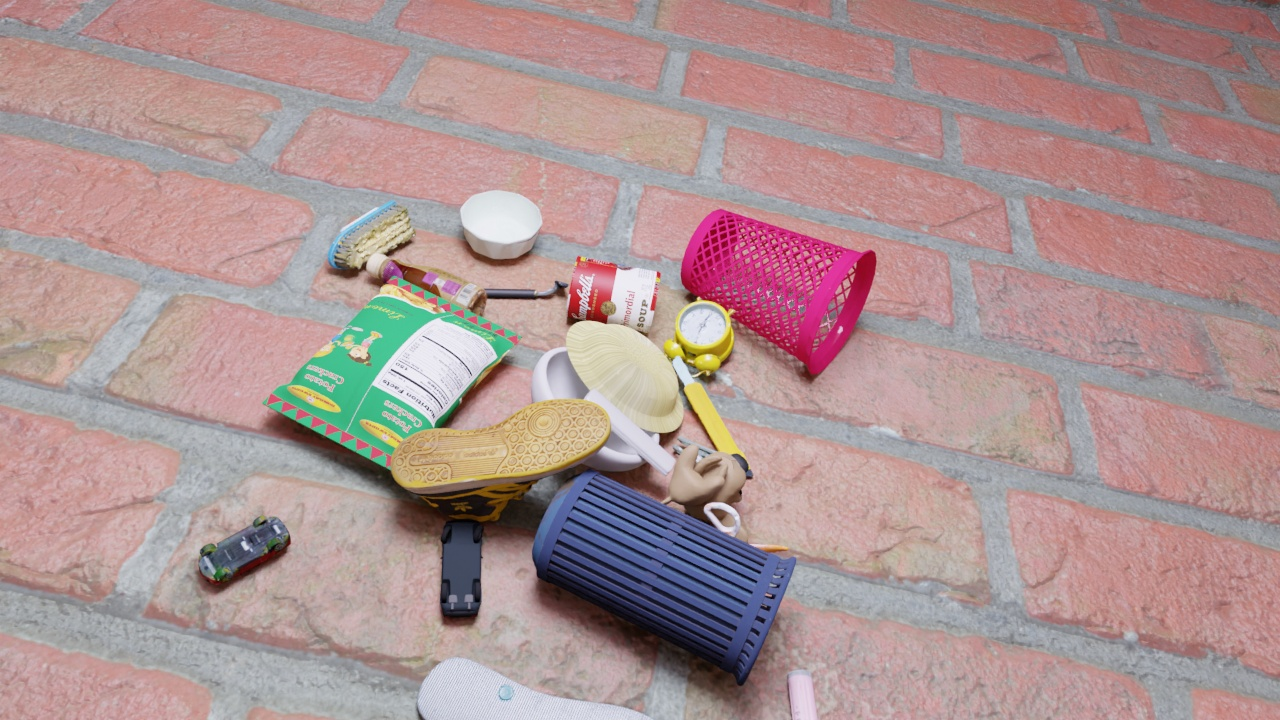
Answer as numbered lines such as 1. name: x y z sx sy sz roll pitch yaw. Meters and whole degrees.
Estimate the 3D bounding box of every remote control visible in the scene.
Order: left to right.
1. remote control: -0.012 0.082 1.062 0.131 0.012 0.033 42 27 -3

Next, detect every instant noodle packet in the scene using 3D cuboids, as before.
1. instant noodle packet: -0.292 0.010 1.110 0.195 0.090 0.251 25 49 10

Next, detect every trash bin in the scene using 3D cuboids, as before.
1. trash bin: 0.020 0.217 0.958 0.249 0.140 0.138 24 47 12

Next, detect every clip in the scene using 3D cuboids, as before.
1. clip: 0.081 0.113 1.135 0.078 0.023 0.050 42 80 18

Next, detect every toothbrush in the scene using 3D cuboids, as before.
1. toothbrush: 0.168 0.410 0.887 0.026 0.027 0.222 28 40 -27

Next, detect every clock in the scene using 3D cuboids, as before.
1. clock: 0.080 -0.026 1.243 0.083 0.057 0.118 21 68 16

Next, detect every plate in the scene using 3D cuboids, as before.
1. plate: -0.007 0.007 1.153 0.184 0.036 0.184 32 29 -20

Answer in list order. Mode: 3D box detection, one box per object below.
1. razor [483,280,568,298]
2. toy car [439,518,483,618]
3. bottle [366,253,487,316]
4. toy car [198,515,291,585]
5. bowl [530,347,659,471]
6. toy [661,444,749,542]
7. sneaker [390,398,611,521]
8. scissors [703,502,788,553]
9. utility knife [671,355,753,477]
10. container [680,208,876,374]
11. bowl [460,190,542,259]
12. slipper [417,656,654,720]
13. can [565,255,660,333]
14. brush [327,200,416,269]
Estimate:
1. razor: -0.174 -0.096 1.285 0.144 0.022 0.043 -5 7 -11
2. toy car: -0.190 0.221 0.977 0.046 0.034 0.112 1 49 -11
3. bottle: -0.291 -0.100 1.233 0.166 0.060 0.059 24 47 10
4. toy car: -0.409 0.197 0.949 0.091 0.036 0.042 -28 59 -33
5. bowl: -0.065 0.069 1.102 0.176 0.066 0.176 32 29 -20
6. toy: 0.073 0.145 1.050 0.106 0.108 0.134 -45 59 10
7. sneaker: -0.139 0.115 1.006 0.239 0.122 0.086 -10 59 6
8. scissors: 0.101 0.204 1.017 0.125 0.128 0.011 -3 27 9
9. utility knife: 0.089 0.071 1.173 0.030 0.018 0.191 -14 65 -31
10. container: 0.184 -0.113 1.284 0.226 0.184 0.182 28 48 24
11. bowl: -0.203 -0.187 1.332 0.117 0.061 0.117 6 47 -6
12. slipper: -0.089 0.363 0.867 0.269 0.055 0.098 13 48 15
13. can: -0.037 -0.091 1.262 0.116 0.087 0.086 11 47 -2
14. brush: -0.387 -0.171 1.284 0.075 0.055 0.135 14 42 32
